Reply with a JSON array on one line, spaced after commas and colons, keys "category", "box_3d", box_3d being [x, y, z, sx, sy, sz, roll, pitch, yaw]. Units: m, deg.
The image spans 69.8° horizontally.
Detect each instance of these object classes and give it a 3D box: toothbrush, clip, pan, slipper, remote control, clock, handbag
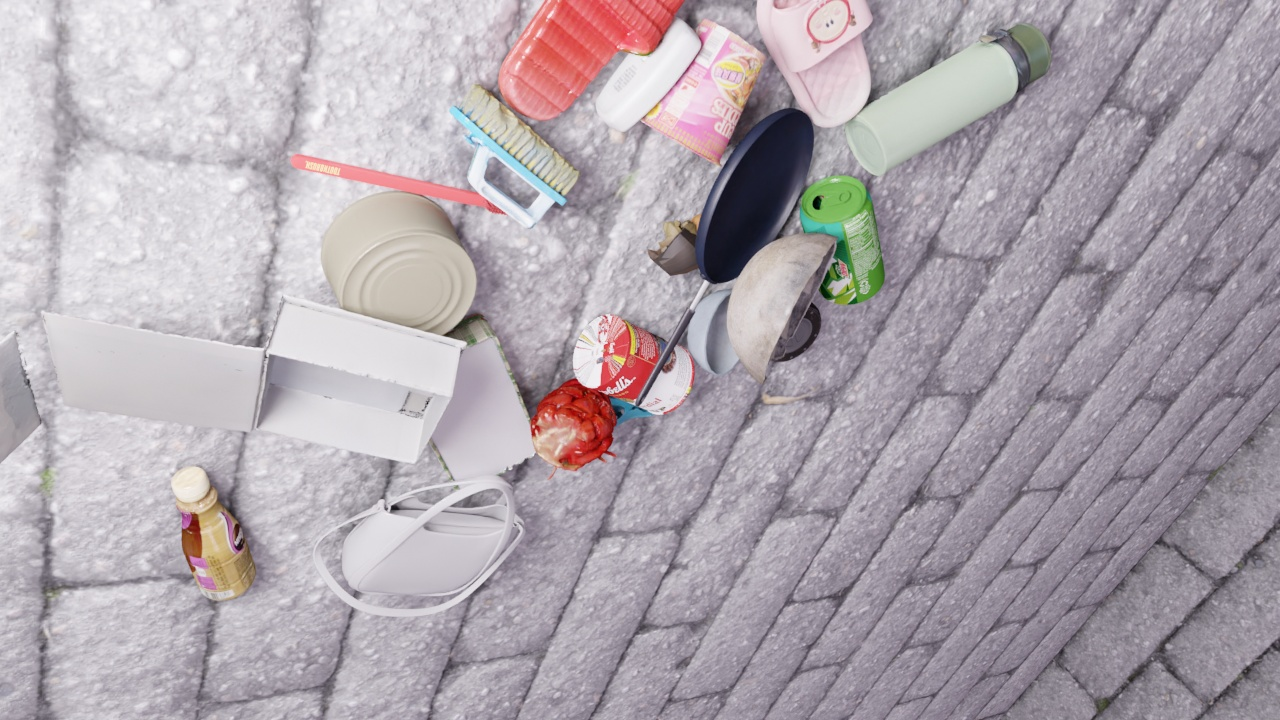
[{"category": "toothbrush", "box_3d": [-0.206, -0.156, 0.831, 0.212, 0.018, 0.012, 6, 123, -37]}, {"category": "clip", "box_3d": [-0.016, 0.046, 1.133, 0.119, 0.027, 0.103, -13, 136, -22]}, {"category": "pan", "box_3d": [0.081, -0.106, 0.984, 0.357, 0.021, 0.198, -60, 156, 8]}, {"category": "slipper", "box_3d": [0.180, -0.319, 0.908, 0.107, 0.055, 0.222, -34, 139, 0]}, {"category": "remote control", "box_3d": [0.005, -0.262, 0.841, 0.028, 0.060, 0.114, 28, 110, -43]}, {"category": "clock", "box_3d": [0.181, -0.047, 1.159, 0.091, 0.043, 0.123, -31, 138, -5]}, {"category": "slipper", "box_3d": [-0.023, -0.303, 0.789, 0.249, 0.059, 0.103, -45, 137, 12]}, {"category": "handbag", "box_3d": [-0.233, 0.199, 1.044, 0.215, 0.095, 0.223, 14, 134, -41]}]

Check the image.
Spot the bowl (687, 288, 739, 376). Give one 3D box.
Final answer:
[{"category": "bowl", "box_3d": [0.089, -0.037, 1.096, 0.106, 0.039, 0.106, -29, 128, -46]}]

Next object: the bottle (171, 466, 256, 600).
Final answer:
[{"category": "bottle", "box_3d": [-0.444, 0.177, 0.945, 0.059, 0.059, 0.166, -16, 133, -21]}]

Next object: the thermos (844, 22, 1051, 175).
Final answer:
[{"category": "thermos", "box_3d": [0.344, -0.297, 1.019, 0.231, 0.082, 0.082, -30, 138, -6]}]

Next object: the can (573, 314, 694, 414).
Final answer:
[{"category": "can", "box_3d": [-0.006, 0.006, 1.054, 0.116, 0.086, 0.087, 24, 112, -43]}]

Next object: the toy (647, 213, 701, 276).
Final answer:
[{"category": "toy", "box_3d": [0.056, -0.135, 0.993, 0.100, 0.062, 0.076, -42, 175, 4]}]

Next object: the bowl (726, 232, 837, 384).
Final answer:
[{"category": "bowl", "box_3d": [0.143, -0.070, 1.012, 0.178, 0.081, 0.179, -59, 170, -18]}]

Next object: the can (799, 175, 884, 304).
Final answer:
[{"category": "can", "box_3d": [0.239, -0.140, 1.085, 0.083, 0.083, 0.144, -32, 138, -4]}]

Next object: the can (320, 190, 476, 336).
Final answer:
[{"category": "can", "box_3d": [-0.222, -0.082, 0.846, 0.127, 0.073, 0.128, -18, 135, -19]}]

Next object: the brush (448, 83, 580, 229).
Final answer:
[{"category": "brush", "box_3d": [-0.125, -0.183, 0.831, 0.075, 0.055, 0.136, -49, 136, 6]}]

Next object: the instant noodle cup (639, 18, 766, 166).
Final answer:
[{"category": "instant noodle cup", "box_3d": [0.062, -0.255, 0.868, 0.097, 0.097, 0.109, 18, 109, -42]}]

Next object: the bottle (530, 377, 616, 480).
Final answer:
[{"category": "bottle", "box_3d": [-0.074, 0.078, 1.041, 0.099, 0.111, 0.099, 2, 110, 6]}]

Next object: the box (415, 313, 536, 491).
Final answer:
[{"category": "box", "box_3d": [-0.187, 0.051, 1.008, 0.117, 0.051, 0.206, -29, 138, -12]}]

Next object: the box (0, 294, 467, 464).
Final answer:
[{"category": "box", "box_3d": [-0.353, 0.017, 0.803, 0.368, 0.098, 0.166, 9, 148, -22]}]
